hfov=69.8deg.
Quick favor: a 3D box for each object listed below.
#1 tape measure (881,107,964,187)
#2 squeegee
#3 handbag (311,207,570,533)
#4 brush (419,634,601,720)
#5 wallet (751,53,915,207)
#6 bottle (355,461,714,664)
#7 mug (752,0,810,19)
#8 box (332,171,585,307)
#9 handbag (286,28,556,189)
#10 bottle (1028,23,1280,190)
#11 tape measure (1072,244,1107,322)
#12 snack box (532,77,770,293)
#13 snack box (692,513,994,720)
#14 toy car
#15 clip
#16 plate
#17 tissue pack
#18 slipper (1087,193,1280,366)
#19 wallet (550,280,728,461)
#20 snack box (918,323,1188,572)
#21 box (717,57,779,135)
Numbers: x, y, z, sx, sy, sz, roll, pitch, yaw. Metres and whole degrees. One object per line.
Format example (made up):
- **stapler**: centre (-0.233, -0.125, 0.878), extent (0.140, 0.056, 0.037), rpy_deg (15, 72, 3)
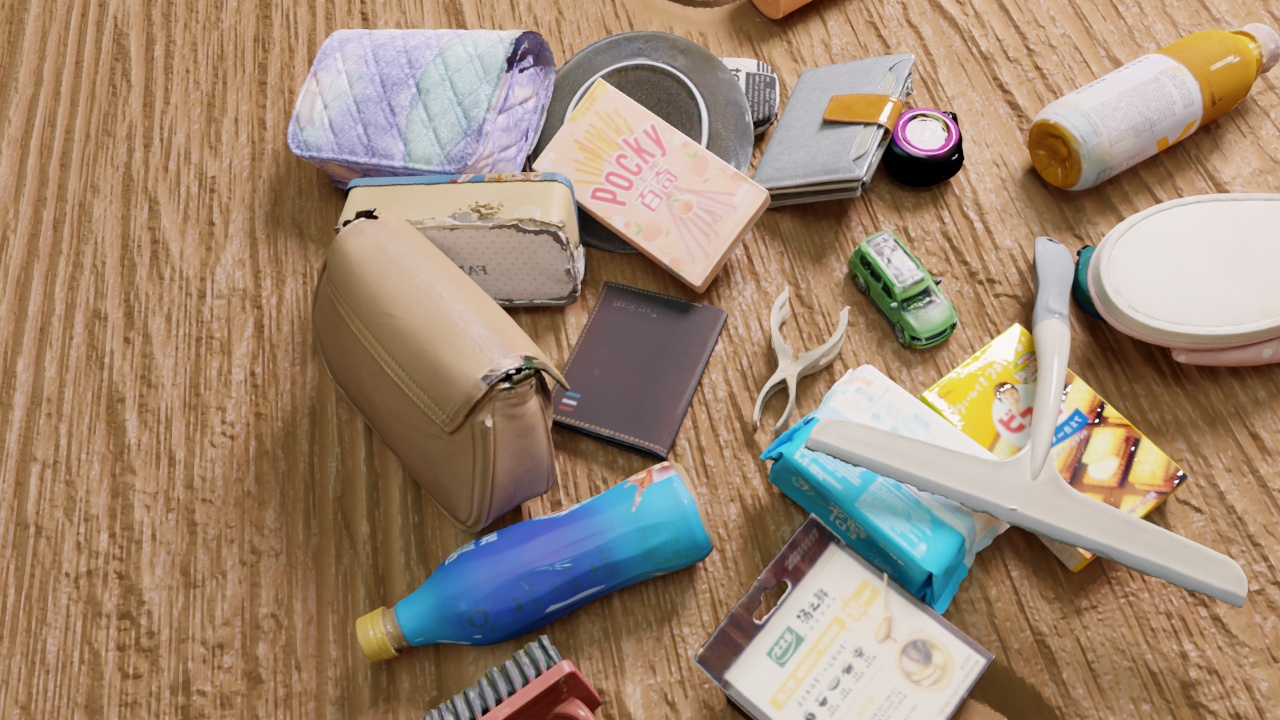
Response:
- **tape measure**: centre (0.211, -0.159, 0.691), extent (0.058, 0.039, 0.057), rpy_deg (-1, 62, 1)
- **squeegee**: centre (0.250, -0.006, 0.564), extent (0.246, 0.039, 0.245), rpy_deg (20, 52, 6)
- **handbag**: centre (-0.129, 0.003, 0.592), extent (0.099, 0.148, 0.204), rpy_deg (-29, 62, -36)
- **brush**: centre (-0.090, 0.225, 0.515), extent (0.145, 0.063, 0.069), rpy_deg (-32, 50, -8)
- **wallet**: centre (0.144, -0.176, 0.688), extent (0.107, 0.037, 0.129), rpy_deg (2, 57, 44)
- **bottle**: centre (-0.065, 0.129, 0.560), extent (0.218, 0.065, 0.065), rpy_deg (-21, 62, -5)
- **mug**: centre (0.150, -0.348, 0.779), extent (0.122, 0.078, 0.078), rpy_deg (-34, 64, -5)
- **box**: centre (-0.134, -0.085, 0.665), extent (0.184, 0.090, 0.059), rpy_deg (2, 51, 6)
- **handbag**: centre (-0.172, -0.196, 0.718), extent (0.194, 0.075, 0.134), rpy_deg (11, 78, 24)
- **bottle**: centre (0.377, -0.190, 0.668), extent (0.189, 0.068, 0.068), rpy_deg (-28, 63, -7)
- **tape measure**: centre (0.327, -0.053, 0.629), extent (0.058, 0.025, 0.054), rpy_deg (14, 64, 15)
- **snack box**: centre (0.006, -0.127, 0.665), extent (0.157, 0.026, 0.084), rpy_deg (37, 92, 12)
- **snack box**: centre (0.113, 0.173, 0.522), extent (0.126, 0.053, 0.113), rpy_deg (37, 73, 23)
- **toy car**: centre (0.183, -0.050, 0.641), extent (0.043, 0.036, 0.091), rpy_deg (-28, 67, -9)
- **clip**: centre (0.096, -0.006, 0.630), extent (0.103, 0.035, 0.092), rpy_deg (-43, 70, -6)
- **plate**: centre (-0.004, -0.170, 0.699), extent (0.179, 0.024, 0.179), rpy_deg (-1, 83, 10)
- **tissue pack**: centre (0.152, 0.075, 0.562), extent (0.140, 0.063, 0.089), rpy_deg (39, 69, 21)
- **slipper**: centre (0.419, -0.055, 0.600), extent (0.274, 0.054, 0.114), rpy_deg (-8, 64, -7)
- **wallet**: centre (-0.004, 0.004, 0.645), extent (0.096, 0.020, 0.122), rpy_deg (17, 64, 16)
- **snack box**: centre (0.255, 0.052, 0.580), extent (0.086, 0.034, 0.140), rpy_deg (-34, 62, -11)
- **box**: centre (0.028, -0.209, 0.730), extent (0.164, 0.057, 0.071), rpy_deg (-3, 88, 6)
